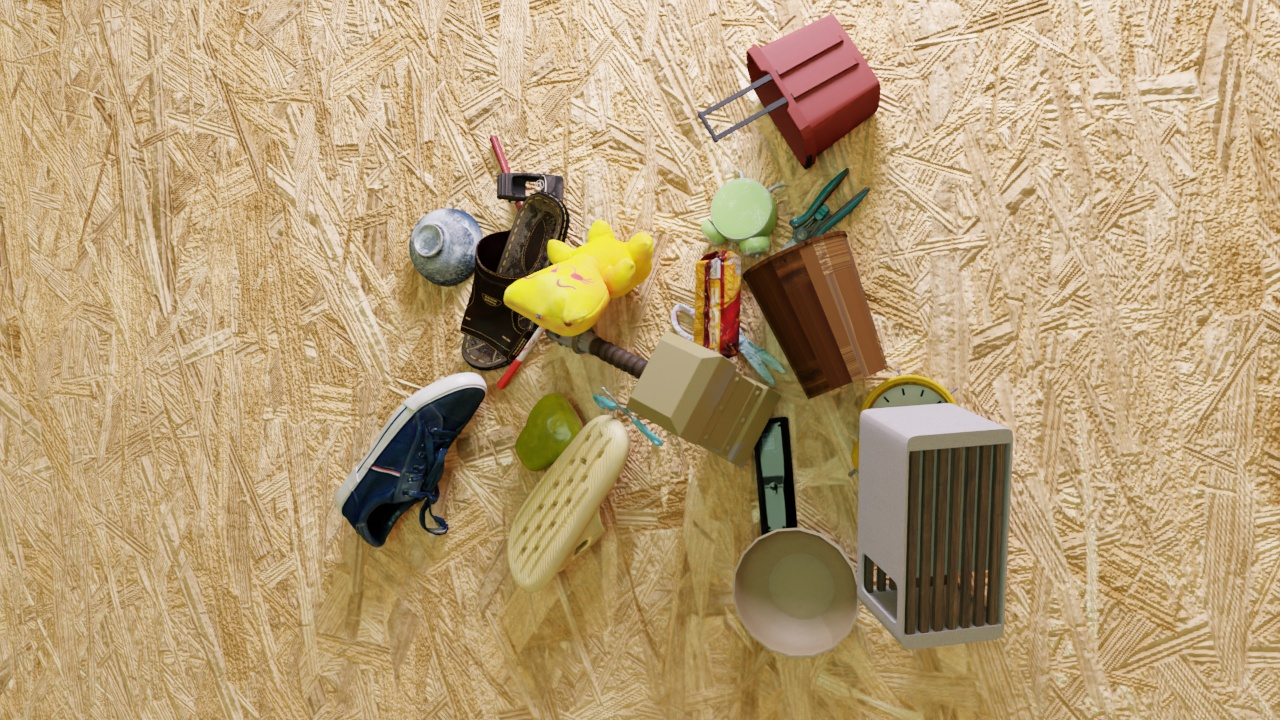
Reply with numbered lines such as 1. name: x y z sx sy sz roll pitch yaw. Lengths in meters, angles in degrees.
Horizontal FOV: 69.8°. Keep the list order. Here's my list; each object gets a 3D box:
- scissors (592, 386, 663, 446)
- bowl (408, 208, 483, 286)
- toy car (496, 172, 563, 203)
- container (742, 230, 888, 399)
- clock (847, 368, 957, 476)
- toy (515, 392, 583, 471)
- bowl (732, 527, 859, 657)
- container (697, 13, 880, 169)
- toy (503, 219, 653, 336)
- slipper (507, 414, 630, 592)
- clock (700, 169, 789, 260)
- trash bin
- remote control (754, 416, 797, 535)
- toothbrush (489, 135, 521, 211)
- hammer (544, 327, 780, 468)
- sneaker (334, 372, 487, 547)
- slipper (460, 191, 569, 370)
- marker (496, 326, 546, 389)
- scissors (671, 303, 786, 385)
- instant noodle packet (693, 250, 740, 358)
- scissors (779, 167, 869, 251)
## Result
1. scissors: -0.015 0.074 1.180 0.133 0.135 0.015 41 82 -15
2. bowl: -0.288 -0.168 1.314 0.114 0.060 0.114 -2 84 19
3. toy car: -0.151 -0.239 1.267 0.092 0.037 0.040 1 84 -13
4. container: 0.214 -0.050 1.090 0.132 0.132 0.167 -23 84 17
5. clock: 0.312 0.090 1.079 0.114 0.052 0.152 20 88 20
6. toy: -0.127 0.101 1.237 0.110 0.051 0.090 -41 71 15
7. bowl: 0.190 0.276 1.106 0.152 0.050 0.152 -1 86 20
8. container: 0.174 -0.311 1.120 0.201 0.127 0.148 -30 77 5
9. toy: -0.074 -0.100 1.173 0.134 0.193 0.087 19 134 29
10. slipper: -0.083 0.186 1.200 0.111 0.079 0.262 46 110 40
11. clock: 0.129 -0.182 1.171 0.094 0.042 0.119 20 93 21
12. trash bin: 0.311 0.173 0.987 0.114 0.114 0.229 -4 101 -9
13. remote control: 0.166 0.146 1.141 0.047 0.022 0.150 -7 83 20
14. toothbrush: -0.182 -0.234 1.303 0.016 0.016 0.189 -25 78 21
15. hammer: -0.007 0.007 1.158 0.325 0.190 0.100 26 88 38
16. sneaker: -0.298 0.148 1.270 0.295 0.120 0.127 -49 59 13
17. slipper: -0.179 -0.104 1.250 0.113 0.075 0.268 31 105 19
18. marker: -0.159 -0.010 1.252 0.013 0.012 0.143 50 123 17
19. scissors: 0.111 -0.022 1.182 0.103 0.016 0.179 -39 77 12
20. instant noodle packet: 0.094 -0.070 1.133 0.039 0.099 0.135 0 94 -18
21. scissors: 0.220 -0.181 1.149 0.127 0.019 0.142 3 93 15
